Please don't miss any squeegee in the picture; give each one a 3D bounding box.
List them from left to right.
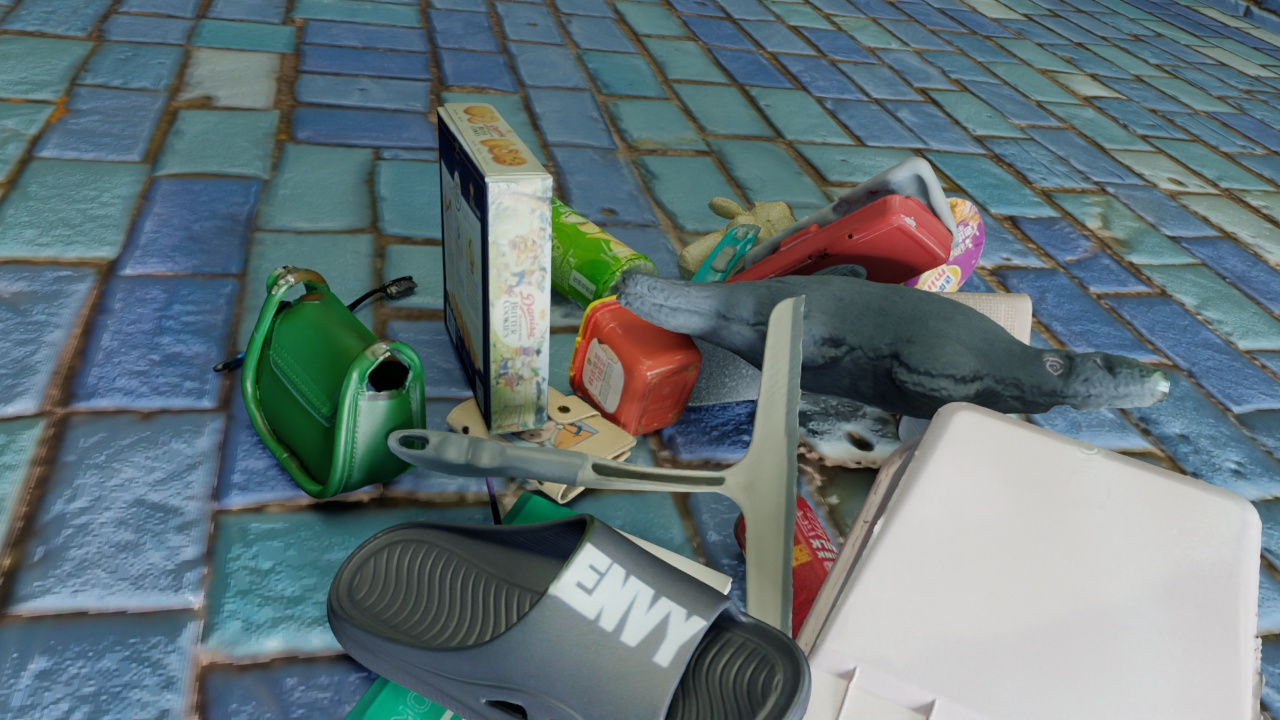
[{"bbox_3d":[-0.029,0.066,0.558,0.246,0.039,0.246,5,67,3],"label":"squeegee"}]

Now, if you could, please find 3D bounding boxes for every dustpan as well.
[{"bbox_3d":[0.222,0.140,0.517,0.223,0.139,0.272,23,69,18],"label":"dustpan"}]

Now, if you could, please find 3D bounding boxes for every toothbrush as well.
[{"bbox_3d":[-0.250,-0.030,0.726,0.016,0.014,0.189,48,45,8],"label":"toothbrush"},{"bbox_3d":[-0.082,0.121,0.546,0.016,0.014,0.189,-15,40,-9],"label":"toothbrush"}]

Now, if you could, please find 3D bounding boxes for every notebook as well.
[{"bbox_3d":[-0.050,0.165,0.514,0.150,0.012,0.208,20,37,14],"label":"notebook"}]

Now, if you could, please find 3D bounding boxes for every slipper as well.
[{"bbox_3d":[-0.051,0.129,0.455,0.268,0.083,0.110,11,44,23],"label":"slipper"}]

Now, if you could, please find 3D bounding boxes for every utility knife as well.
[{"bbox_3d":[0.062,-0.073,0.824,0.029,0.013,0.160,27,61,17],"label":"utility knife"}]

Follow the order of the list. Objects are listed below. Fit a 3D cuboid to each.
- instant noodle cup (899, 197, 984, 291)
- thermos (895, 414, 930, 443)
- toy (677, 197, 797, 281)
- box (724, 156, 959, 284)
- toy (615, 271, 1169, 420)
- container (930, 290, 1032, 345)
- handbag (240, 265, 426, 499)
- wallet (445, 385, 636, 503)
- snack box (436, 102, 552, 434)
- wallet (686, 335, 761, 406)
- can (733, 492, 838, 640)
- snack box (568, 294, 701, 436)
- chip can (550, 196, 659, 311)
[{"bbox_3d":[0.269,-0.125,0.919,0.111,0.112,0.099,-7,31,-23],"label":"instant noodle cup"},{"bbox_3d":[0.256,0.109,0.622,0.073,0.073,0.224,-1,38,-16],"label":"thermos"},{"bbox_3d":[0.098,-0.111,0.894,0.105,0.066,0.156,39,50,20],"label":"toy"},{"bbox_3d":[0.160,-0.092,0.759,0.094,0.202,0.091,30,54,-27],"label":"box"},{"bbox_3d":[0.165,-0.012,0.642,0.356,0.091,0.137,12,1,12],"label":"toy"},{"bbox_3d":[0.243,-0.012,0.749,0.111,0.090,0.090,5,-1,-3],"label":"container"},{"bbox_3d":[-0.198,0.014,0.588,0.067,0.120,0.131,-18,43,-42],"label":"handbag"},{"bbox_3d":[-0.068,0.051,0.652,0.115,0.024,0.087,27,41,32],"label":"wallet"},{"bbox_3d":[-0.107,-0.070,0.650,0.045,0.183,0.178,-6,30,-20],"label":"snack box"},{"bbox_3d":[0.088,-0.014,0.720,0.120,0.097,0.019,-5,29,-21],"label":"wallet"},{"bbox_3d":[0.104,0.143,0.548,0.053,0.053,0.132,-3,38,-19],"label":"can"},{"bbox_3d":[-0.004,0.004,0.682,0.081,0.091,0.080,-15,50,-31],"label":"snack box"},{"bbox_3d":[-0.077,-0.106,0.825,0.072,0.073,0.221,-23,48,-38],"label":"chip can"}]
